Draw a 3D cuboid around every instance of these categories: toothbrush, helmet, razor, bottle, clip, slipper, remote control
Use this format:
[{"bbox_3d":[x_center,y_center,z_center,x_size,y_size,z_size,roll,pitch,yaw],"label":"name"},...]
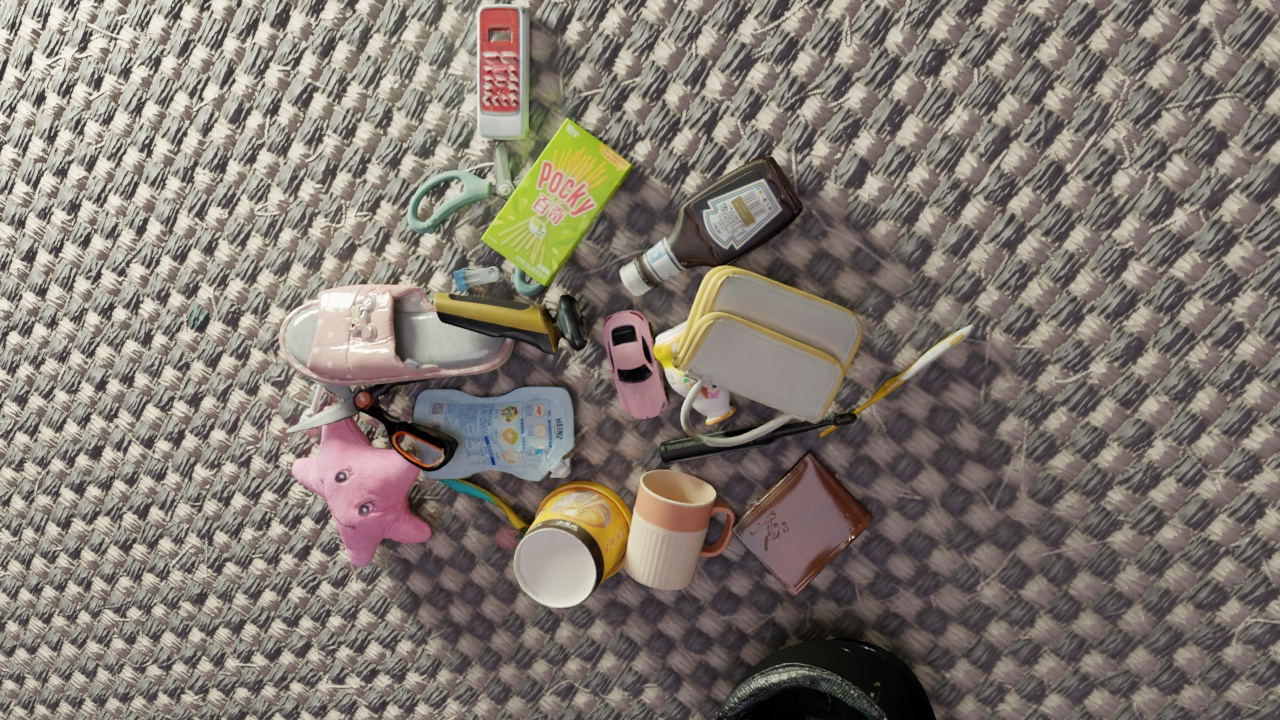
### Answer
[{"bbox_3d":[0.257,0.020,0.939,0.192,0.016,0.018,-39,82,19],"label":"toothbrush"},{"bbox_3d":[0.123,0.080,0.974,0.213,0.027,0.026,-13,82,19],"label":"toothbrush"},{"bbox_3d":[0.199,0.418,0.932,0.234,0.229,0.275,-11,99,31],"label":"helmet"},{"bbox_3d":[-0.137,-0.048,0.977,0.167,0.062,0.068,10,111,-4],"label":"razor"},{"bbox_3d":[0.060,0.013,0.961,0.063,0.063,0.108,-27,95,18],"label":"bottle"},{"bbox_3d":[-0.178,-0.094,1.021,0.058,0.036,0.026,-8,98,19],"label":"clip"},{"bbox_3d":[-0.275,-0.029,1.016,0.274,0.054,0.114,2,72,8],"label":"slipper"},{"bbox_3d":[-0.373,0.004,1.091,0.016,0.016,0.180,25,106,4],"label":"toothbrush"},{"bbox_3d":[0.066,-0.129,0.938,0.195,0.044,0.080,-31,93,19],"label":"bottle"},{"bbox_3d":[-0.144,-0.301,0.963,0.056,0.020,0.136,6,103,12],"label":"remote control"},{"bbox_3d":[-0.183,0.167,1.074,0.132,0.043,0.028,31,83,10],"label":"razor"}]

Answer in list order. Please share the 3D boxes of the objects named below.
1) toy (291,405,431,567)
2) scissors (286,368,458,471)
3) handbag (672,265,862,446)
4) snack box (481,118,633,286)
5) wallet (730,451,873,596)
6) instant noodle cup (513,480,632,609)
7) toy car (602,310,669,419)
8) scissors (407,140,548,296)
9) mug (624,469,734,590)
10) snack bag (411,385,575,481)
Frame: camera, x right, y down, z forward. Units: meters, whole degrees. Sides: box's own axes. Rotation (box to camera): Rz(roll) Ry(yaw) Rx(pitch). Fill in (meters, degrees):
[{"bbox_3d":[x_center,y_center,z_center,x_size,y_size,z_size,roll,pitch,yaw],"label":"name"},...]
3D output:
[{"bbox_3d":[-0.323,0.141,1.077,0.179,0.074,0.194,-29,94,26],"label":"toy"},{"bbox_3d":[-0.292,0.049,1.040,0.221,0.022,0.228,-39,74,-1],"label":"scissors"},{"bbox_3d":[0.117,0.009,0.908,0.163,0.063,0.179,21,92,-6],"label":"handbag"},{"bbox_3d":[-0.087,-0.164,0.960,0.086,0.026,0.156,37,95,3],"label":"snack box"},{"bbox_3d":[0.171,0.173,0.979,0.101,0.032,0.124,45,97,5],"label":"wallet"},{"bbox_3d":[-0.076,0.207,1.012,0.118,0.114,0.118,3,104,14],"label":"instant noodle cup"},{"bbox_3d":[-0.006,0.006,0.990,0.056,0.037,0.122,-12,100,18],"label":"toy car"},{"bbox_3d":[-0.162,-0.142,0.993,0.171,0.019,0.170,-20,88,8],"label":"scissors"},{"bbox_3d":[0.045,0.185,1.002,0.114,0.081,0.106,7,108,-18],"label":"mug"},{"bbox_3d":[-0.165,0.084,1.046,0.191,0.038,0.110,-2,91,14],"label":"snack bag"}]
